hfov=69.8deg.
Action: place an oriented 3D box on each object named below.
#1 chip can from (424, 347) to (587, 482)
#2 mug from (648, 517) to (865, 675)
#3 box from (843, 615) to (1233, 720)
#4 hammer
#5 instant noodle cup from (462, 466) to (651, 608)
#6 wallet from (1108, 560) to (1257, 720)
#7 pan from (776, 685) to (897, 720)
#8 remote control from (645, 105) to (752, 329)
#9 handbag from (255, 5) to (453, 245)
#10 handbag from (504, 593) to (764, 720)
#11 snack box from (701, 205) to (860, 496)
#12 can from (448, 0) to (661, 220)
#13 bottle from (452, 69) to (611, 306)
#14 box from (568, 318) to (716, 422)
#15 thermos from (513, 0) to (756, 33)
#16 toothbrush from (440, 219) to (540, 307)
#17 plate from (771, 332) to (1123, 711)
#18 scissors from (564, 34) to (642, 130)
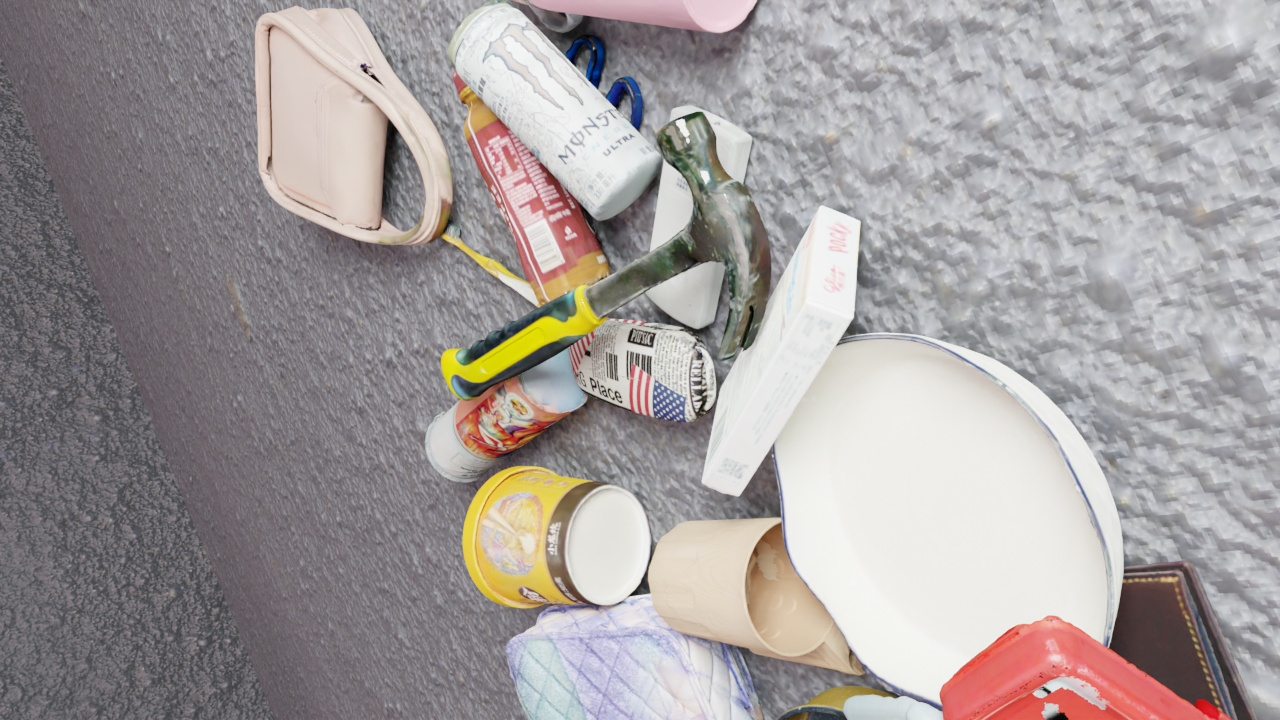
[{"bbox_3d":[-0.119,0.045,0.794,0.215,0.071,0.071,-36,79,52],"label":"chip can"},{"bbox_3d":[0.079,0.159,0.609,0.124,0.084,0.104,48,149,-19],"label":"mug"},{"bbox_3d":[0.209,0.202,0.417,0.201,0.058,0.162,35,138,-4],"label":"box"},{"bbox_3d":[-0.041,-0.028,0.594,0.324,0.031,0.126,-25,91,48],"label":"hammer"},{"bbox_3d":[-0.063,0.145,0.744,0.115,0.118,0.118,-6,103,44],"label":"instant noodle cup"},{"bbox_3d":[0.228,0.150,0.456,0.123,0.020,0.096,-25,82,55],"label":"wallet"},{"bbox_3d":[0.204,0.330,0.527,0.358,0.078,0.198,18,122,46],"label":"pan"},{"bbox_3d":[0.034,-0.087,0.577,0.056,0.019,0.135,37,134,35],"label":"remote control"},{"bbox_3d":[-0.253,-0.194,0.834,0.234,0.093,0.194,38,134,28],"label":"handbag"},{"bbox_3d":[-0.007,0.256,0.725,0.194,0.075,0.134,-16,99,38],"label":"handbag"},{"bbox_3d":[0.076,-0.001,0.516,0.027,0.084,0.157,21,135,-3],"label":"snack box"},{"bbox_3d":[-0.055,-0.159,0.586,0.146,0.058,0.058,47,141,7],"label":"can"},{"bbox_3d":[-0.079,-0.127,0.648,0.058,0.057,0.175,-18,97,54],"label":"bottle"},{"bbox_3d":[-0.001,0.003,0.652,0.164,0.052,0.069,16,131,55],"label":"box"},{"bbox_3d":[-0.019,-0.227,0.540,0.199,0.067,0.087,25,155,42],"label":"thermos"},{"bbox_3d":[-0.120,-0.080,0.777,0.191,0.016,0.018,35,124,37],"label":"toothbrush"},{"bbox_3d":[0.154,0.083,0.479,0.205,0.045,0.205,30,129,47],"label":"plate"},{"bbox_3d":[-0.049,-0.154,0.654,0.173,0.012,0.133,-14,99,54],"label":"scissors"}]
